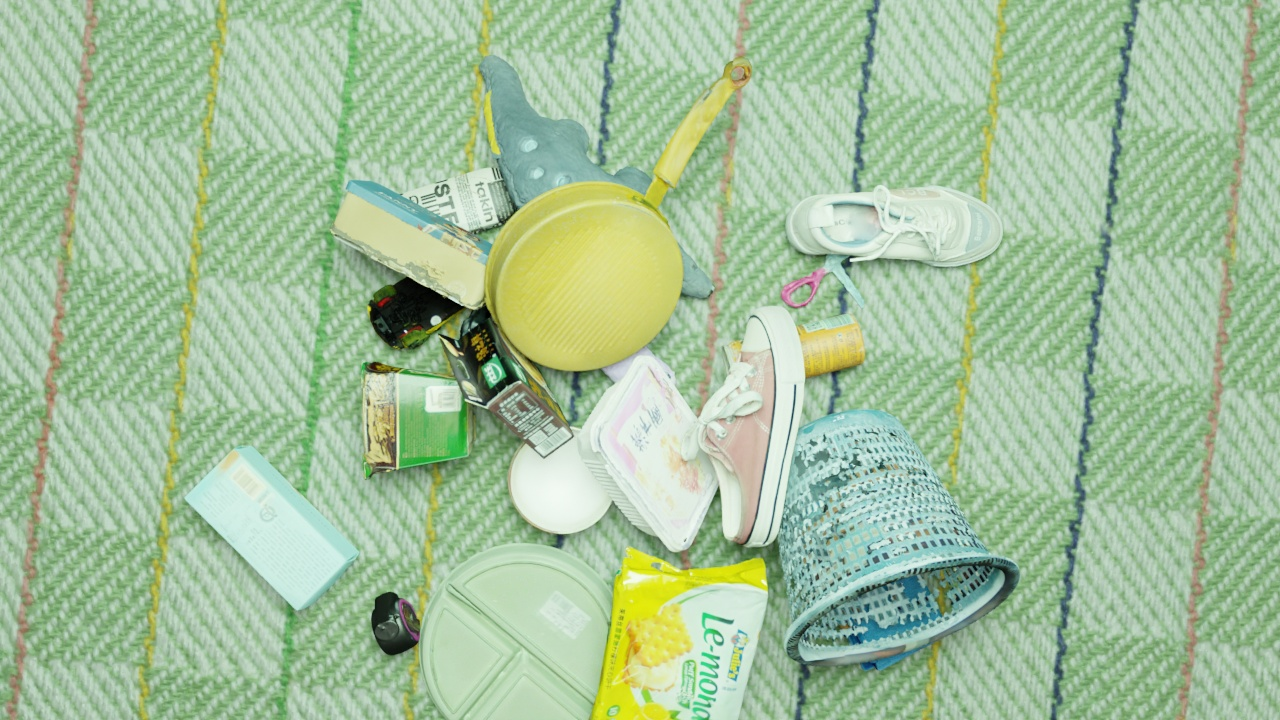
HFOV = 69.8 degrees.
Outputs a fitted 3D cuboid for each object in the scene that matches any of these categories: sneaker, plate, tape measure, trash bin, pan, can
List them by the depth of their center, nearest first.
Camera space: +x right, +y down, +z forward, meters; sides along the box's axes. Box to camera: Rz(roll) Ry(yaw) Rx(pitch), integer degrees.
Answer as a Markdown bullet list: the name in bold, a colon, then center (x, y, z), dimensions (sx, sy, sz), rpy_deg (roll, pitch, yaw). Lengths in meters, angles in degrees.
- **pan**: center (-0.005, -0.144, 0.897), dimensions (0.197, 0.078, 0.358), rpy_deg (33, 107, -37)
- **sneaker**: center (0.099, 0.060, 0.901), dimensions (0.087, 0.118, 0.241), rpy_deg (9, 83, -16)
- **trash bin**: center (0.222, 0.165, 0.907), dimensions (0.226, 0.227, 0.194), rpy_deg (-14, 53, -2)
- **sneaker**: center (0.281, -0.147, 0.971), dimensions (0.242, 0.091, 0.089), rpy_deg (0, 90, -10)
- **tape measure**: center (-0.259, 0.282, 0.978), dimensions (0.039, 0.057, 0.058), rpy_deg (-23, 123, -1)
- **can**: center (0.165, -0.007, 0.990), dimensions (0.146, 0.058, 0.058), rpy_deg (-13, 90, -1)
- **plate**: center (-0.128, 0.315, 0.997), dimensions (0.230, 0.027, 0.230), rpy_deg (0, 90, -2)

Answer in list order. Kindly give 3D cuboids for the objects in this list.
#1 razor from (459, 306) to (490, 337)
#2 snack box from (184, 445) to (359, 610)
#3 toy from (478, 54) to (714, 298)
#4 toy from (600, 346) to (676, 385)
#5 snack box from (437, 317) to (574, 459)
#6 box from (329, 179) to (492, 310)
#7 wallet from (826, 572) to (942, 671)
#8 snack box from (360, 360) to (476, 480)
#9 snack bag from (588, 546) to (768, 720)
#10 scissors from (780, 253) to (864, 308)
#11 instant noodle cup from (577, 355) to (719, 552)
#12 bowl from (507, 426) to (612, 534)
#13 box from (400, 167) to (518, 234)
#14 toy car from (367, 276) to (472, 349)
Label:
- **razor**: center (-0.113, -0.045, 0.992), dimensions (0.167, 0.062, 0.067), rpy_deg (-16, 59, -7)
- **snack box**: center (-0.391, 0.177, 0.979), dimensions (0.175, 0.051, 0.074), rpy_deg (45, 90, 0)
- **toy**: center (-0.065, -0.178, 0.968), dimensions (0.356, 0.092, 0.137), rpy_deg (44, 45, -2)
- **toy**: center (-0.006, 0.006, 0.996), dimensions (0.084, 0.039, 0.108), rpy_deg (-39, 89, -5)
- **snack box**: center (-0.133, 0.024, 0.917), dimensions (0.053, 0.113, 0.125), rpy_deg (-36, 135, 2)
- **box**: center (-0.224, -0.120, 0.925), dimensions (0.184, 0.089, 0.062), rpy_deg (30, 100, -5)
- **wallet**: center (0.260, 0.258, 0.999), dimensions (0.106, 0.040, 0.133), rpy_deg (-25, 82, -4)
- **snack box**: center (-0.227, 0.058, 0.954), dimensions (0.105, 0.117, 0.118), rpy_deg (-2, 92, -6)
- **snack bag**: center (0.031, 0.309, 0.947), dimensions (0.158, 0.068, 0.247), rpy_deg (7, 107, -13)
- **scissors**: center (0.207, -0.111, 1.015), dimensions (0.133, 0.017, 0.133), rpy_deg (-35, 94, -5)
- **instant noodle cup**: center (0.005, 0.098, 0.946), dimensions (0.173, 0.060, 0.137), rpy_deg (53, 45, -23)
- **bowl**: center (-0.082, 0.124, 0.981), dimensions (0.113, 0.062, 0.113), rpy_deg (0, 91, -2)
- **box**: center (-0.212, -0.159, 0.984), dimensions (0.164, 0.060, 0.072), rpy_deg (-21, 111, -2)
- **toy car**: center (-0.219, -0.071, 0.989), dimensions (0.155, 0.041, 0.071), rpy_deg (-35, 91, -5)
